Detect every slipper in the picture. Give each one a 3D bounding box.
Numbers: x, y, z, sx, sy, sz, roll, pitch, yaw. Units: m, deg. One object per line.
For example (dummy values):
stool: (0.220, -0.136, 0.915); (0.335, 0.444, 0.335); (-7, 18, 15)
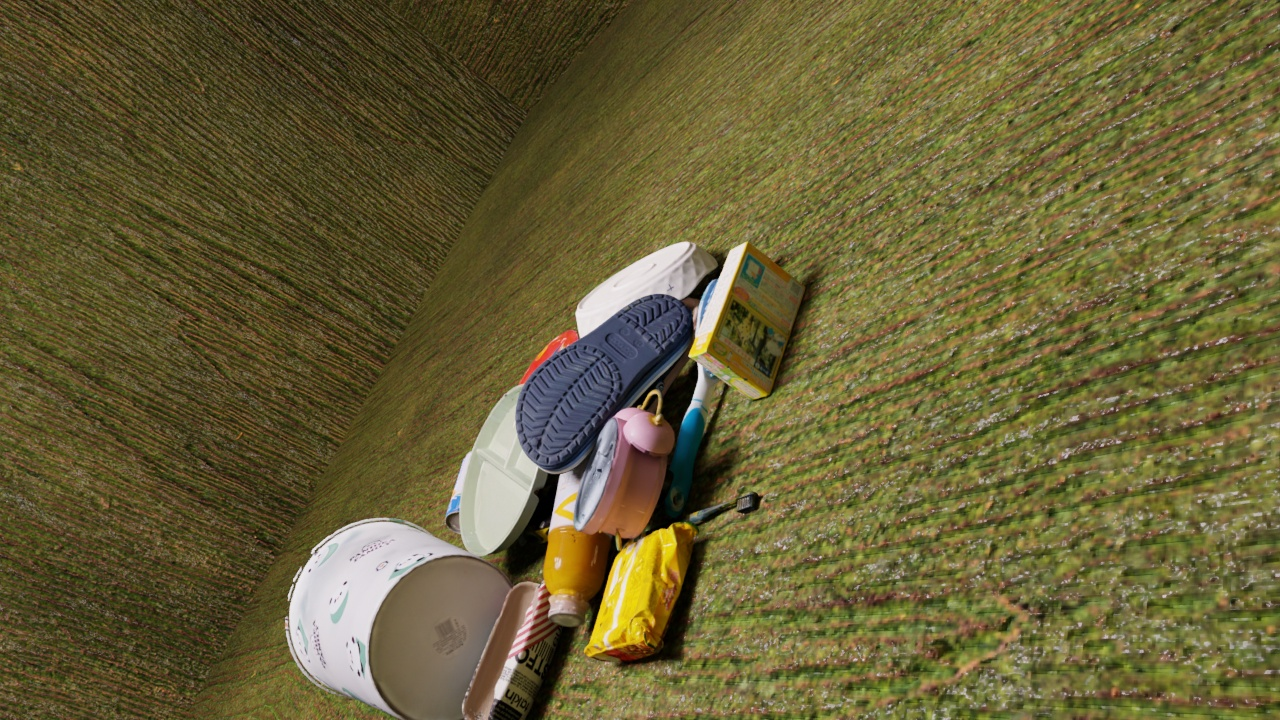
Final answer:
slipper: (-0.038, 0.026, 1.021); (0.105, 0.095, 0.252); (33, 66, 27)

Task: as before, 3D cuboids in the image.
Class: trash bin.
trash bin: (-0.272, 0.310, 1.085); (0.252, 0.229, 0.229); (-7, 52, 56)

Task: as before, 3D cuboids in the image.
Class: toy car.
toy car: (-0.093, 0.179, 1.113); (0.156, 0.041, 0.071); (-36, 29, 46)

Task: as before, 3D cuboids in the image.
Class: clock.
clock: (-0.013, 0.102, 0.906); (0.117, 0.060, 0.158); (-175, 104, -78)

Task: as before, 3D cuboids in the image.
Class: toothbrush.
toothbrush: (0.048, 0.156, 0.882); (0.186, 0.012, 0.017); (-32, 42, 47)

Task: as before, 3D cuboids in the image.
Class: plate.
plate: (-0.173, 0.142, 1.188); (0.231, 0.027, 0.229); (-40, 39, 43)
plate: (0.001, -0.093, 1.195); (0.205, 0.045, 0.204); (-30, 14, 8)

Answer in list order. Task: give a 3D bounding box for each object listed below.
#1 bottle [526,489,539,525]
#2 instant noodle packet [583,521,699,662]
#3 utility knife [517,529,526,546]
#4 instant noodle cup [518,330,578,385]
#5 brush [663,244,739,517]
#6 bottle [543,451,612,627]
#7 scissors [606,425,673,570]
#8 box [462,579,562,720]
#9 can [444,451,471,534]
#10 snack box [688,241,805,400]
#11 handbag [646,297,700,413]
bottle: (-0.166, 0.172, 1.261); (0.057, 0.057, 0.175); (-54, 21, 6)
instant noodle packet: (0.002, 0.215, 0.852); (0.111, 0.044, 0.128); (-34, 28, 49)
utility knife: (-0.176, 0.203, 1.298); (0.029, 0.013, 0.222); (-47, 21, 2)
instant noodle cup: (-0.127, 0.053, 1.342); (0.194, 0.066, 0.193); (-46, 22, 24)
brush: (0.080, 0.014, 0.975); (0.110, 0.060, 0.313); (-44, 26, 43)
bottle: (-0.064, 0.187, 0.977); (0.068, 0.068, 0.189); (-36, 35, 42)
scissors: (-0.003, 0.143, 0.962); (0.181, 0.014, 0.159); (-40, 30, 63)
box: (-0.136, 0.309, 0.969); (0.088, 0.076, 0.162); (0, 57, 32)
can: (-0.264, 0.204, 1.435); (0.053, 0.053, 0.134); (-42, 25, 32)
snack box: (0.110, -0.040, 0.929); (0.034, 0.087, 0.140); (-25, 38, 53)
handbag: (-0.007, 0.007, 1.149); (0.234, 0.093, 0.193); (-44, 22, 8)
